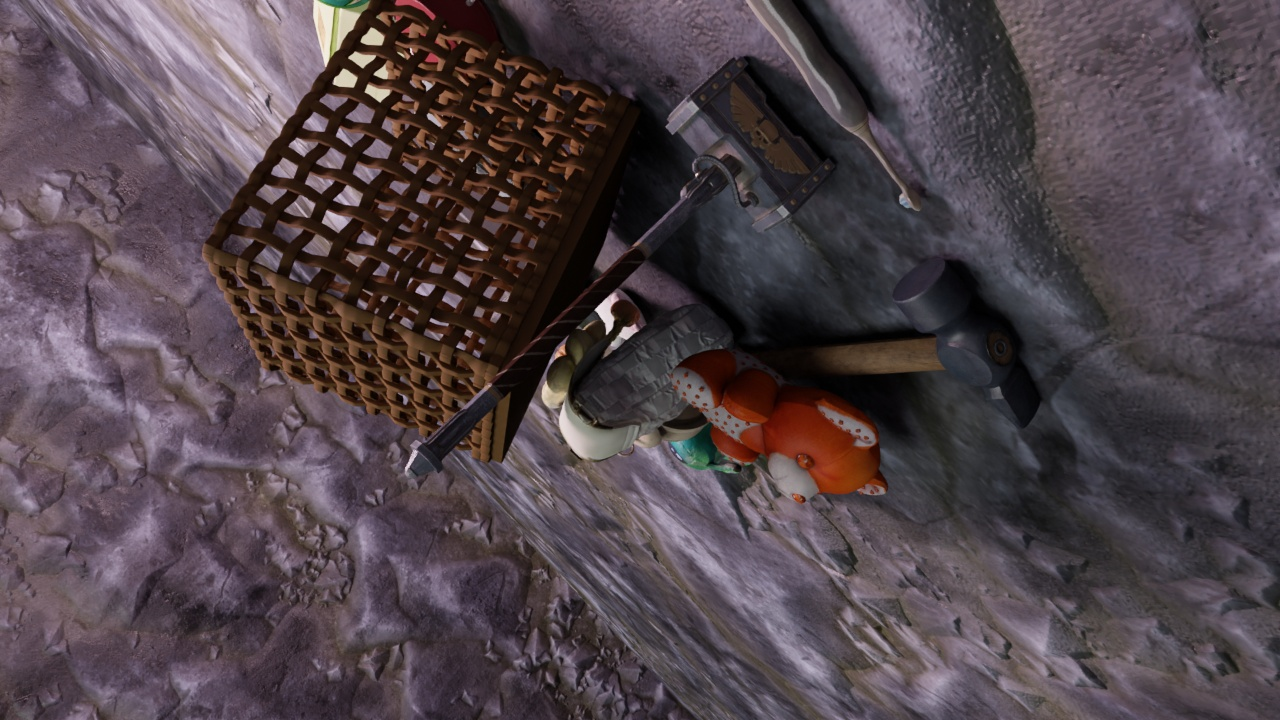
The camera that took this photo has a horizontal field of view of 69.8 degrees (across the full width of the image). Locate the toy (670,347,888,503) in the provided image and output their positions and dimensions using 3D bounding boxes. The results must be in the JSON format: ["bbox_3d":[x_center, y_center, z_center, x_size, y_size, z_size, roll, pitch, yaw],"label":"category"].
[{"bbox_3d":[0.115,0.059,0.750,0.172,0.092,0.164,23,159,34],"label":"toy"}]

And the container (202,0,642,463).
[{"bbox_3d":[-0.157,-0.093,0.732,0.214,0.251,0.220,23,156,-1],"label":"container"}]

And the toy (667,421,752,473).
[{"bbox_3d":[0.042,0.057,1.008,0.193,0.072,0.130,45,-161,6],"label":"toy"}]

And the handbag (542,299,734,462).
[{"bbox_3d":[-0.005,0.005,0.847,0.123,0.171,0.113,51,161,14],"label":"handbag"}]

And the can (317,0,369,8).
[{"bbox_3d":[-0.231,-0.342,0.719,0.083,0.083,0.144,49,159,-12],"label":"can"}]

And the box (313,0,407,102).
[{"bbox_3d":[-0.286,-0.324,0.902,0.133,0.061,0.188,50,160,-10],"label":"box"}]

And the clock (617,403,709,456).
[{"bbox_3d":[0.020,0.050,0.926,0.093,0.140,0.055,41,150,10],"label":"clock"}]

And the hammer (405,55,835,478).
[{"bbox_3d":[-0.018,-0.048,0.543,0.098,0.321,0.044,47,160,-8],"label":"hammer"}]

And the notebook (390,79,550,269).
[{"bbox_3d":[-0.183,-0.194,1.011,0.231,0.019,0.169,47,158,-6],"label":"notebook"}]

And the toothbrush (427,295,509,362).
[{"bbox_3d":[-0.162,-0.051,1.013,0.010,0.181,0.010,47,164,7],"label":"toothbrush"}]

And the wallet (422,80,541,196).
[{"bbox_3d":[-0.152,-0.214,0.874,0.131,0.054,0.100,39,161,-1],"label":"wallet"}]

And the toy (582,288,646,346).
[{"bbox_3d":[-0.023,-0.049,0.958,0.076,0.037,0.125,54,165,-11],"label":"toy"}]

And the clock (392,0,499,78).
[{"bbox_3d":[-0.169,-0.281,0.775,0.125,0.044,0.087,28,154,38],"label":"clock"}]

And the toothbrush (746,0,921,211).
[{"bbox_3d":[0.109,-0.158,0.526,0.185,0.022,0.024,48,162,-14],"label":"toothbrush"}]

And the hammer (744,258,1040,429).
[{"bbox_3d":[0.159,0.000,0.719,0.129,0.040,0.322,46,161,-16],"label":"hammer"}]
